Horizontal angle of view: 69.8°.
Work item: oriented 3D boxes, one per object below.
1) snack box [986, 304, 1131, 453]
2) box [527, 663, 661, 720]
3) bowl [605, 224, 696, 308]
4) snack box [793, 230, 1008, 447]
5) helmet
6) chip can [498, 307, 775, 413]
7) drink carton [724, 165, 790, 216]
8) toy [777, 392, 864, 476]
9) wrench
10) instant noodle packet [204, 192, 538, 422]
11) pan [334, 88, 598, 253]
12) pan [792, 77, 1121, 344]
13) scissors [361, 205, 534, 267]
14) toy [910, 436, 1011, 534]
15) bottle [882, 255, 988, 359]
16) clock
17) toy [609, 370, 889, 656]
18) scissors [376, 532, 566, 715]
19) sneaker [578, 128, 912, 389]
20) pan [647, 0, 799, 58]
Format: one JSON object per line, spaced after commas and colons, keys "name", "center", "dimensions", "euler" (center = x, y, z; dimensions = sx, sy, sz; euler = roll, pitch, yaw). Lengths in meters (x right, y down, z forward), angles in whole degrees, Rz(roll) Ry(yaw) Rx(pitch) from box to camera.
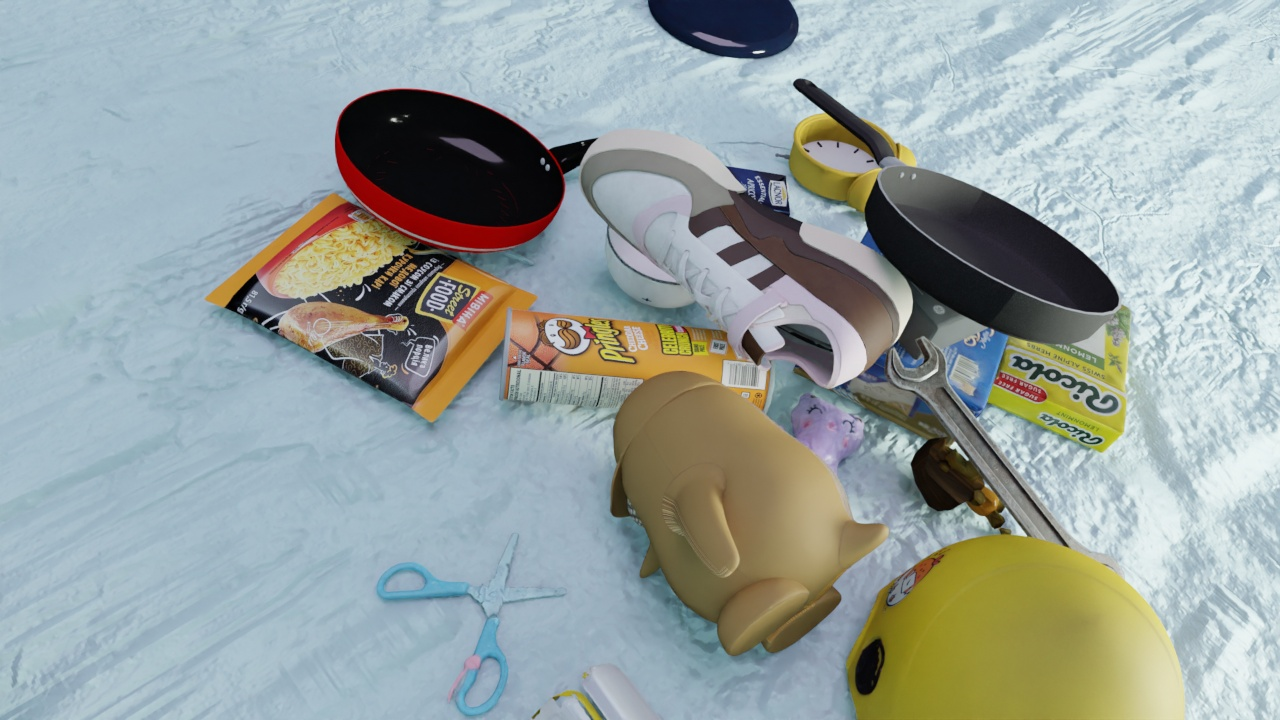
{"name": "snack box", "center": [0.402, -0.011, 0.873], "dimensions": [0.121, 0.045, 0.180], "euler": [25, 51, 7]}
{"name": "box", "center": [0.010, 0.292, 0.553], "dimensions": [0.080, 0.079, 0.209], "euler": [-44, 67, 1]}
{"name": "bowl", "center": [0.021, -0.092, 0.842], "dimensions": [0.113, 0.063, 0.113], "euler": [6, 52, -8]}
{"name": "snack box", "center": [0.254, -0.040, 0.848], "dimensions": [0.155, 0.069, 0.202], "euler": [27, 52, 9]}
{"name": "helmet", "center": [0.253, 0.217, 0.598], "dimensions": [0.209, 0.140, 0.239], "euler": [25, 51, 8]}
{"name": "chip can", "center": [-0.004, 0.004, 0.751], "dimensions": [0.215, 0.075, 0.075], "euler": [5, 51, -9]}
{"name": "drink carton", "center": [0.084, -0.163, 0.928], "dimensions": [0.130, 0.040, 0.064], "euler": [8, 51, -7]}
{"name": "toy", "center": [0.138, 0.066, 0.759], "dimensions": [0.080, 0.037, 0.099], "euler": [29, 53, 10]}
{"name": "wrench", "center": [0.286, 0.094, 0.721], "dimensions": [0.070, 0.010, 0.273], "euler": [-38, 90, -22]}
{"name": "instant noodle packet", "center": [-0.222, -0.054, 0.777], "dimensions": [0.221, 0.032, 0.159], "euler": [27, 51, 9]}
{"name": "pan", "center": [-0.116, -0.189, 0.887], "dimensions": [0.355, 0.067, 0.209], "euler": [-11, 53, -38]}
{"name": "pan", "center": [0.231, -0.133, 0.757], "dimensions": [0.203, 0.044, 0.355], "euler": [-4, 42, -38]}
{"name": "scissors", "center": [-0.174, -0.128, 0.859], "dimensions": [0.170, 0.028, 0.138], "euler": [27, 49, 4]}
{"name": "toy", "center": [0.266, 0.106, 0.747], "dimensions": [0.100, 0.063, 0.076], "euler": [42, 31, -1]}
{"name": "bottle", "center": [0.284, -0.068, 0.801], "dimensions": [0.173, 0.046, 0.083], "euler": [-20, 60, -26]}
{"name": "clock", "center": [0.231, -0.214, 0.996], "dimensions": [0.152, 0.052, 0.113], "euler": [33, 52, 20]}
{"name": "toy", "center": [0.051, 0.098, 0.653], "dimensions": [0.163, 0.198, 0.203], "euler": [-45, 59, 12]}
{"name": "scissors", "center": [-0.122, 0.172, 0.635], "dimensions": [0.135, 0.015, 0.134], "euler": [17, 45, -1]}
{"name": "sneaker", "center": [0.058, -0.070, 0.721], "dimensions": [0.294, 0.112, 0.116], "euler": [33, 52, 9]}
{"name": "pan", "center": [0.033, -0.477, 1.181], "dimensions": [0.356, 0.021, 0.198], "euler": [17, 50, 2]}
